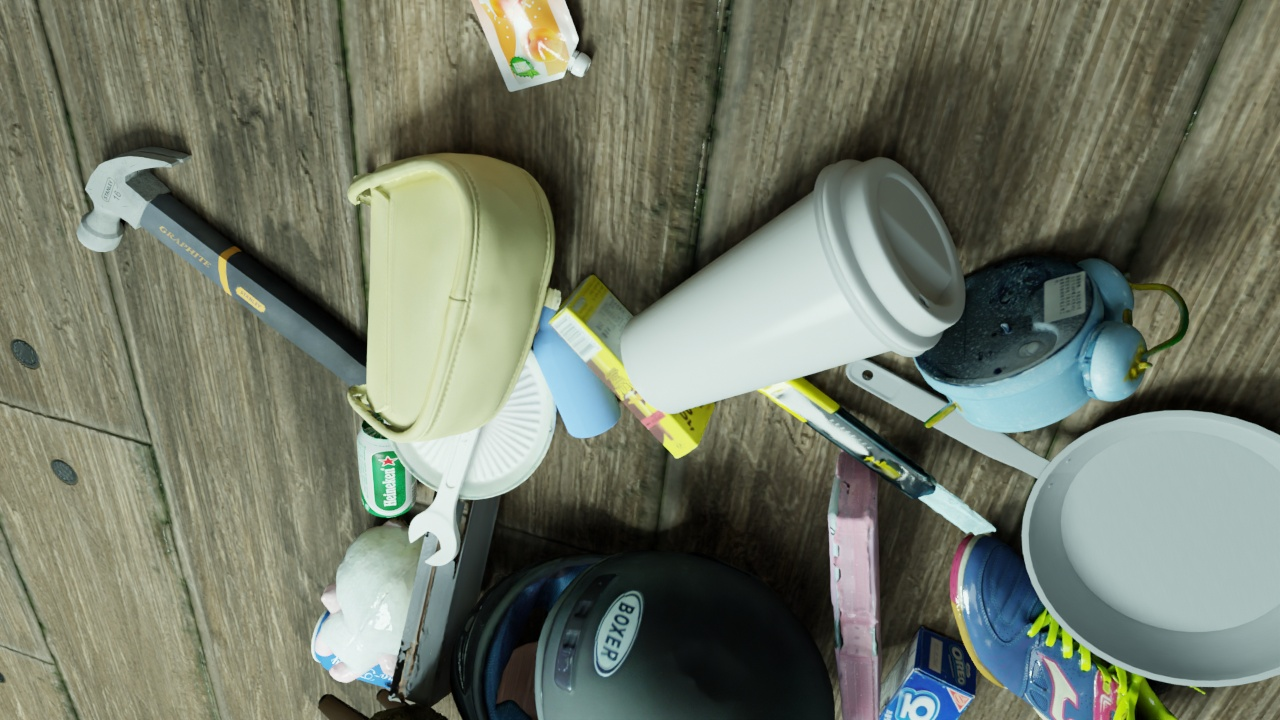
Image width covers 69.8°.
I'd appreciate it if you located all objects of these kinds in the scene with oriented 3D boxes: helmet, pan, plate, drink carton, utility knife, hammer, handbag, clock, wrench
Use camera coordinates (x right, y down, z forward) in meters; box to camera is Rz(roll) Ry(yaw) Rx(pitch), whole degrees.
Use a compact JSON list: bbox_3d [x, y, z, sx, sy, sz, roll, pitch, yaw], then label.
[{"bbox_3d":[0.009,0.269,0.759,0.316,0.248,0.237,29,148,-5],"label":"helmet"},{"bbox_3d":[0.311,0.089,0.658,0.357,0.050,0.201,32,116,17],"label":"pan"},{"bbox_3d":[-0.147,0.041,0.787,0.157,0.014,0.157,1,94,12],"label":"plate"},{"bbox_3d":[-0.083,-0.243,0.615,0.069,0.038,0.122,-7,124,24],"label":"drink carton"},{"bbox_3d":[0.173,0.066,0.693,0.213,0.020,0.029,36,127,10],"label":"utility knife"},{"bbox_3d":[-0.353,-0.065,0.822,0.312,0.035,0.140,40,124,-7],"label":"hammer"},{"bbox_3d":[-0.156,-0.044,0.707,0.191,0.088,0.233,21,111,39],"label":"handbag"},{"bbox_3d":[0.254,-0.014,0.581,0.162,0.117,0.060,-17,125,35],"label":"clock"},{"bbox_3d":[-0.140,0.049,0.766,0.047,0.009,0.274,23,104,12],"label":"wrench"}]

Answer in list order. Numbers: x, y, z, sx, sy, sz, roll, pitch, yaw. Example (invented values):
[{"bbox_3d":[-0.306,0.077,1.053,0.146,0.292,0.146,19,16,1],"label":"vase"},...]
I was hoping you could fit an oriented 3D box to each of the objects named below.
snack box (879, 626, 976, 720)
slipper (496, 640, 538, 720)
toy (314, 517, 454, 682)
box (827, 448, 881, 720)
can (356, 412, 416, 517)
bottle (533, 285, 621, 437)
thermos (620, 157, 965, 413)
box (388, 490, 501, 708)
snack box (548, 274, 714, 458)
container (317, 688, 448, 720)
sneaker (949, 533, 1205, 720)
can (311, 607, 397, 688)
[{"bbox_3d":[0.233,0.342,0.844,0.059,0.059,0.227,24,125,10],"label":"snack box"},{"bbox_3d":[-0.080,0.337,0.947,0.198,0.093,0.081,-32,127,31],"label":"slipper"},{"bbox_3d":[-0.261,0.253,0.926,0.139,0.101,0.180,44,105,3],"label":"toy"},{"bbox_3d":[0.177,0.189,0.750,0.037,0.098,0.233,-1,122,15],"label":"box"},{"bbox_3d":[-0.239,0.100,0.869,0.053,0.053,0.101,15,125,11],"label":"can"},{"bbox_3d":[-0.059,-0.003,0.742,0.048,0.047,0.131,-10,116,25],"label":"bottle"},{"bbox_3d":[0.092,-0.036,0.628,0.222,0.131,0.131,-26,109,39],"label":"thermos"},{"bbox_3d":[-0.177,0.202,0.840,0.063,0.081,0.216,12,90,9],"label":"box"},{"bbox_3d":[-0.004,0.004,0.719,0.026,0.061,0.149,-36,103,33],"label":"snack box"},{"bbox_3d":[-0.211,0.409,0.809,0.205,0.176,0.321,35,162,7],"label":"container"},{"bbox_3d":[0.337,0.222,0.713,0.242,0.116,0.091,47,152,-16],"label":"sneaker"},{"bbox_3d":[-0.274,0.312,0.997,0.146,0.078,0.079,10,123,14],"label":"can"}]
